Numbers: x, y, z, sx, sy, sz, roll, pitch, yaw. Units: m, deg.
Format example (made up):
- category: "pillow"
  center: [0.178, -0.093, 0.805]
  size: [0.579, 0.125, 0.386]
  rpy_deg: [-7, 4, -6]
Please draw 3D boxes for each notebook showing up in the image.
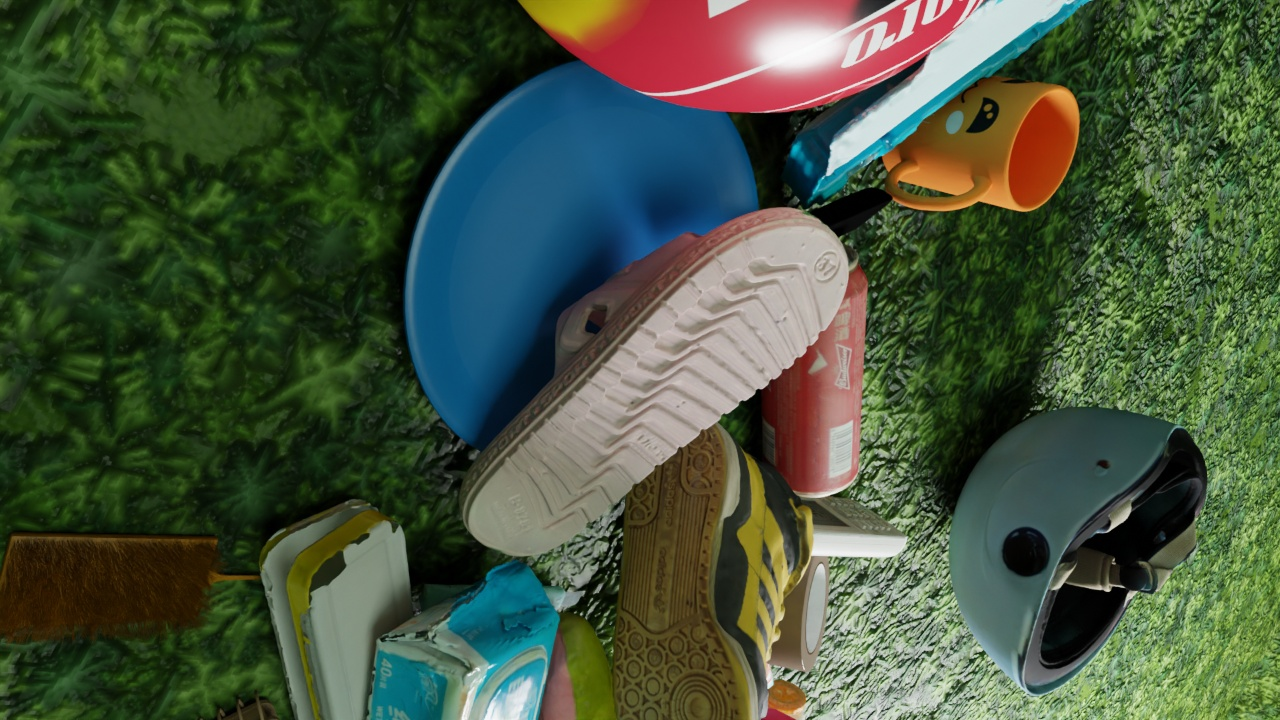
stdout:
- category: "notebook"
  center: [-0.268, 0.275, 0.454]
  size: [0.210, 0.022, 0.169]
  rpy_deg: [-22, 125, -30]

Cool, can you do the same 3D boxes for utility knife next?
- category: "utility knife"
  center: [-0.081, 0.143, 0.550]
  size: [0.120, 0.015, 0.022]
  rpy_deg: [13, 95, -46]

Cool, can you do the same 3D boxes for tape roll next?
- category: "tape roll"
  center: [0.118, 0.184, 0.692]
  size: [0.093, 0.030, 0.093]
  rpy_deg: [5, 90, -67]

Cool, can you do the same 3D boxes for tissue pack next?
- category: "tissue pack"
  center: [-0.094, 0.183, 0.485]
  size: [0.092, 0.062, 0.144]
  rpy_deg: [-15, 119, -60]

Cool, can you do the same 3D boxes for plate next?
- category: "plate"
  center: [-0.026, -0.048, 0.494]
  size: [0.223, 0.024, 0.225]
  rpy_deg: [-18, 121, -33]

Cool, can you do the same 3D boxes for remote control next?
- category: "remote control"
  center: [0.143, 0.124, 0.693]
  size: [0.138, 0.060, 0.025]
  rpy_deg: [12, 106, -42]
- category: "remote control"
  center: [0.087, -0.072, 0.536]
  size: [0.151, 0.041, 0.020]
  rpy_deg: [-24, 81, -33]

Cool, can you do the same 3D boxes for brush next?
- category: "brush"
  center: [-0.215, 0.102, 0.415]
  size: [0.126, 0.017, 0.048]
  rpy_deg: [12, 103, -42]

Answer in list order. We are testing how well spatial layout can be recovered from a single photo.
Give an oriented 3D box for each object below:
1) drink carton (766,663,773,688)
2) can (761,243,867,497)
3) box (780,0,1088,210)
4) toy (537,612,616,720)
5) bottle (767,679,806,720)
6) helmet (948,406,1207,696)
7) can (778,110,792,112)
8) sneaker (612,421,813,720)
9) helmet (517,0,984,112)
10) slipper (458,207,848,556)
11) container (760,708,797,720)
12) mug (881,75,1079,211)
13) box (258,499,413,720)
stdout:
- category: "drink carton"
  center: [0.071, 0.206, 0.688]
  size: [0.044, 0.039, 0.129]
  rpy_deg: [-29, 126, -26]
- category: "can"
  center: [0.113, 0.009, 0.607]
  size: [0.067, 0.067, 0.170]
  rpy_deg: [-24, 124, -29]
- category: "box"
  center: [0.180, -0.171, 0.480]
  size: [0.227, 0.039, 0.182]
  rpy_deg: [-36, 175, 2]
- category: "toy"
  center: [-0.041, 0.206, 0.546]
  size: [0.051, 0.090, 0.110]
  rpy_deg: [-11, 78, -23]
- category: "bottle"
  center: [0.109, 0.319, 0.759]
  size: [0.063, 0.063, 0.109]
  rpy_deg: [-8, 115, -37]
- category: "helmet"
  center: [0.377, 0.162, 0.831]
  size: [0.225, 0.167, 0.265]
  rpy_deg: [23, 94, -41]
- category: "can"
  center: [0.105, -0.183, 0.509]
  size: [0.104, 0.064, 0.064]
  rpy_deg: [-29, 127, -26]
- category: "sneaker"
  center: [0.051, 0.159, 0.564]
  size: [0.122, 0.086, 0.238]
  rpy_deg: [29, 56, -52]
- category: "helmet"
  center: [0.058, -0.221, 0.358]
  size: [0.270, 0.198, 0.225]
  rpy_deg: [-42, 123, -15]
- category: "slipper"
  center: [-0.003, 0.003, 0.478]
  size: [0.239, 0.064, 0.094]
  rpy_deg: [-42, 132, 7]
- category: "container"
  center: [0.006, 0.337, 0.619]
  size: [0.225, 0.183, 0.183]
  rpy_deg: [12, 102, -35]
- category: "mug"
  center: [0.208, -0.135, 0.595]
  size: [0.112, 0.096, 0.078]
  rpy_deg: [-43, 132, -16]
- category: "box"
  center: [-0.152, 0.169, 0.487]
  size: [0.065, 0.045, 0.210]
  rpy_deg: [-34, 134, -47]
